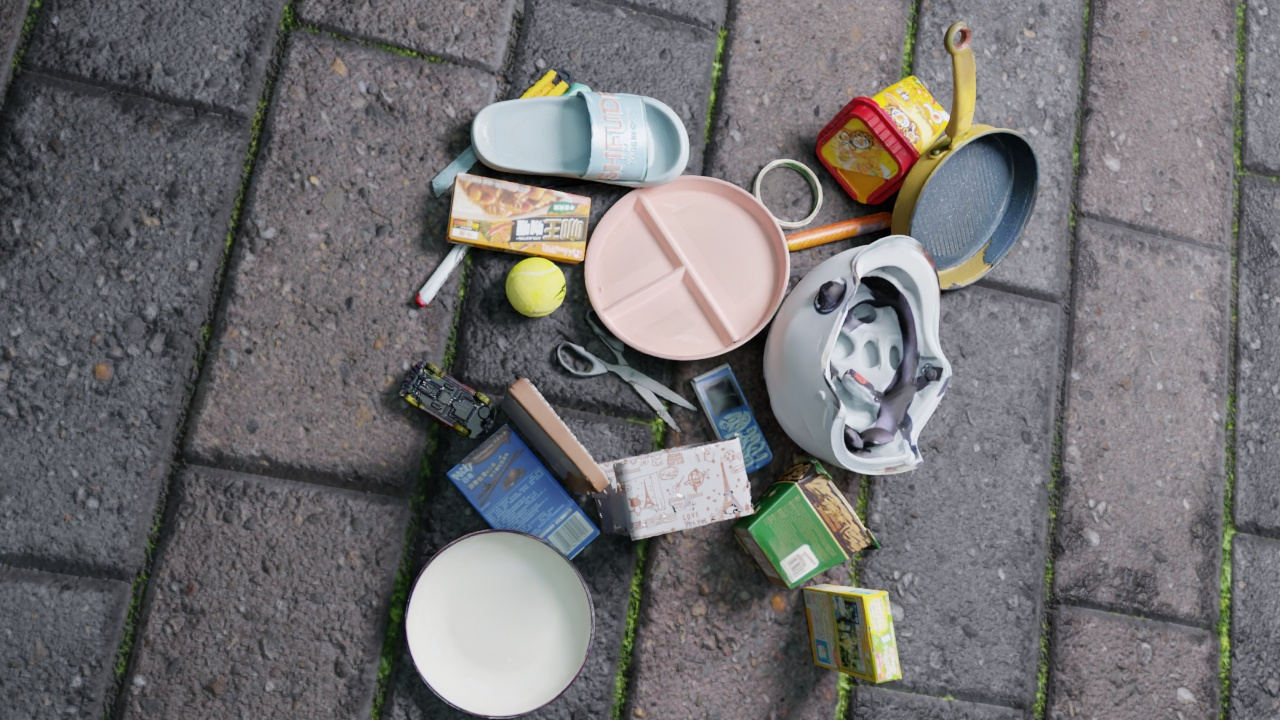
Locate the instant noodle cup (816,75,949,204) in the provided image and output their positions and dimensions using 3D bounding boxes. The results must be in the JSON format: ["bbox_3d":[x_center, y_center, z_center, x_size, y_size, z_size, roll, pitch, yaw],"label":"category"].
[{"bbox_3d":[0.298,-0.272,1.110,0.123,0.116,0.116,-41,90,-27],"label":"instant noodle cup"}]

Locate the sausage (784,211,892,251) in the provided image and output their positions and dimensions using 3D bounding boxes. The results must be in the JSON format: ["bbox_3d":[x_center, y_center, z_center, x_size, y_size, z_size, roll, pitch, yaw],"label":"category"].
[{"bbox_3d":[0.240,-0.157,1.118,0.165,0.021,0.021,-14,84,-14],"label":"sausage"}]

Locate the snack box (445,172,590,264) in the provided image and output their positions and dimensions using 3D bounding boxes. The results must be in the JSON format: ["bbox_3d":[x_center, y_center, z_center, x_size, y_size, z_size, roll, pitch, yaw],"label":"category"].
[{"bbox_3d":[-0.135,-0.157,1.025,0.153,0.026,0.075,8,84,-19],"label":"snack box"}]

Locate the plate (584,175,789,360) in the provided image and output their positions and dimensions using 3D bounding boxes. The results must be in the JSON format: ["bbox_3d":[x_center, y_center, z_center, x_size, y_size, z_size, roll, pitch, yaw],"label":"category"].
[{"bbox_3d":[0.052,-0.104,1.034,0.229,0.028,0.229,-2,69,5],"label":"plate"}]

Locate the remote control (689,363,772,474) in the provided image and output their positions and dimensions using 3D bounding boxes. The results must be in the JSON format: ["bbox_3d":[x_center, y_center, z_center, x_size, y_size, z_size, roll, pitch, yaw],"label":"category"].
[{"bbox_3d":[0.104,0.068,1.050,0.049,0.024,0.125,-24,87,-15],"label":"remote control"}]

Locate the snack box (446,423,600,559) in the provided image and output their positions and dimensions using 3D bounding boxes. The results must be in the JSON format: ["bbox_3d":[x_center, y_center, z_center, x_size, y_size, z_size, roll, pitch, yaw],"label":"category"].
[{"bbox_3d":[-0.126,0.154,0.986,0.084,0.026,0.157,-41,91,-15],"label":"snack box"}]

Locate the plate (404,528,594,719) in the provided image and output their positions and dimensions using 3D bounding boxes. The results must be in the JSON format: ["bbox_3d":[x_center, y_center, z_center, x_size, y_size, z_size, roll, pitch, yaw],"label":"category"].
[{"bbox_3d":[-0.143,0.267,0.943,0.192,0.039,0.192,0,90,-1],"label":"plate"}]

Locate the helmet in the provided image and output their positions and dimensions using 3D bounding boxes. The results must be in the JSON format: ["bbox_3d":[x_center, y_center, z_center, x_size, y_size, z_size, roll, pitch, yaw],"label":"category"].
[{"bbox_3d":[0.225,-0.006,1.014,0.229,0.146,0.258,25,73,-41],"label":"helmet"}]

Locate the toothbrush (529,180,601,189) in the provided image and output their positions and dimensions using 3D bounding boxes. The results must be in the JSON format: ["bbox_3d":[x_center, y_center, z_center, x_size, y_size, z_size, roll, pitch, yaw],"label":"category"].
[{"bbox_3d":[-0.116,-0.201,1.056,0.189,0.014,0.016,-13,76,-13],"label":"toothbrush"}]

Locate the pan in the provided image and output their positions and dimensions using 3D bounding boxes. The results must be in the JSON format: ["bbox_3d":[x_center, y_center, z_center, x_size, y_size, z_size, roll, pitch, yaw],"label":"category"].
[{"bbox_3d":[0.359,-0.222,1.018,0.197,0.078,0.357,-38,131,-6],"label":"pan"}]

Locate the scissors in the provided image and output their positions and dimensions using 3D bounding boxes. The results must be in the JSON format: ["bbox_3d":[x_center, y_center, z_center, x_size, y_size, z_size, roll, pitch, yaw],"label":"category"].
[{"bbox_3d":[-0.019,0.015,1.042,0.164,0.014,0.164,-9,85,-15],"label":"scissors"}]

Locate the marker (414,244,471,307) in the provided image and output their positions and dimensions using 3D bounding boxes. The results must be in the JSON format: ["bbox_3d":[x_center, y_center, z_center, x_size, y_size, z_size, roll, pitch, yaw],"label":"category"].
[{"bbox_3d":[-0.203,-0.120,1.022,0.017,0.017,0.145,35,75,-4],"label":"marker"}]

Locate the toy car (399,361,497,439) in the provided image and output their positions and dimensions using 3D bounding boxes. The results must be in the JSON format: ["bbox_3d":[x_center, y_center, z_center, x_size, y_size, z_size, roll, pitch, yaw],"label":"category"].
[{"bbox_3d":[-0.205,0.045,0.986,0.106,0.031,0.049,31,76,-4],"label":"toy car"}]

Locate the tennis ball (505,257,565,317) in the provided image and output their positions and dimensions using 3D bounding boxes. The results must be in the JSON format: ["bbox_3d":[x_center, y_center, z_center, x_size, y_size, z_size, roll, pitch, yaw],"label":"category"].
[{"bbox_3d":[-0.115,-0.080,1.009,0.065,0.065,0.065,2,80,-12],"label":"tennis ball"}]

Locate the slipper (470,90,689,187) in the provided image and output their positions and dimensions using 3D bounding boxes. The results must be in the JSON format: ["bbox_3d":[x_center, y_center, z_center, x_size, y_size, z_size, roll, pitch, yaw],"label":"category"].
[{"bbox_3d":[-0.067,-0.251,1.021,0.245,0.074,0.104,1,92,-4],"label":"slipper"}]

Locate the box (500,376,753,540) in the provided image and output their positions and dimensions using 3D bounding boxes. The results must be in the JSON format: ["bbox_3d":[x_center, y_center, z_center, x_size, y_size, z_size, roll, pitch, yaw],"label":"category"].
[{"bbox_3d":[-0.027,0.109,0.938,0.269,0.180,0.136,21,79,-8],"label":"box"}]

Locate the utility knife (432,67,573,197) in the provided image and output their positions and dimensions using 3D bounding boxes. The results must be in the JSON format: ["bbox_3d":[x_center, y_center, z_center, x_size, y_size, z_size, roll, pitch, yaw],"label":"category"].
[{"bbox_3d":[-0.158,-0.265,1.057,0.033,0.015,0.223,44,75,1],"label":"utility knife"}]

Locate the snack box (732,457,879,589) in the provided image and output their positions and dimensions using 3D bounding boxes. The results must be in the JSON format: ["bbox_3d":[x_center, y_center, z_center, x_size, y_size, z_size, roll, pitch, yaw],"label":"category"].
[{"bbox_3d":[0.170,0.186,0.999,0.105,0.118,0.118,-36,86,-11],"label":"snack box"}]

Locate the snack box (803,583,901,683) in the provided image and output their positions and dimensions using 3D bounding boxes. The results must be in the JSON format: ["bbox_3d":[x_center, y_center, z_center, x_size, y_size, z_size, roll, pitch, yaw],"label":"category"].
[{"bbox_3d":[0.222,0.287,0.977,0.033,0.141,0.087,-5,81,-15],"label":"snack box"}]

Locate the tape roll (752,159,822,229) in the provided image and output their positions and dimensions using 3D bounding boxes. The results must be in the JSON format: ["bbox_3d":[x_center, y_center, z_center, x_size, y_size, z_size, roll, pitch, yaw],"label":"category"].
[{"bbox_3d":[0.179,-0.202,1.117,0.085,0.014,0.085,2,80,-12],"label":"tape roll"}]

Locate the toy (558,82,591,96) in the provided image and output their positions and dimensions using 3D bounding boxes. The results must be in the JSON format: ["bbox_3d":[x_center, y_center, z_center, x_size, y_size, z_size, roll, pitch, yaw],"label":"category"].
[{"bbox_3d":[-0.053,-0.287,1.076,0.092,0.030,0.096,44,74,-6],"label":"toy"}]
